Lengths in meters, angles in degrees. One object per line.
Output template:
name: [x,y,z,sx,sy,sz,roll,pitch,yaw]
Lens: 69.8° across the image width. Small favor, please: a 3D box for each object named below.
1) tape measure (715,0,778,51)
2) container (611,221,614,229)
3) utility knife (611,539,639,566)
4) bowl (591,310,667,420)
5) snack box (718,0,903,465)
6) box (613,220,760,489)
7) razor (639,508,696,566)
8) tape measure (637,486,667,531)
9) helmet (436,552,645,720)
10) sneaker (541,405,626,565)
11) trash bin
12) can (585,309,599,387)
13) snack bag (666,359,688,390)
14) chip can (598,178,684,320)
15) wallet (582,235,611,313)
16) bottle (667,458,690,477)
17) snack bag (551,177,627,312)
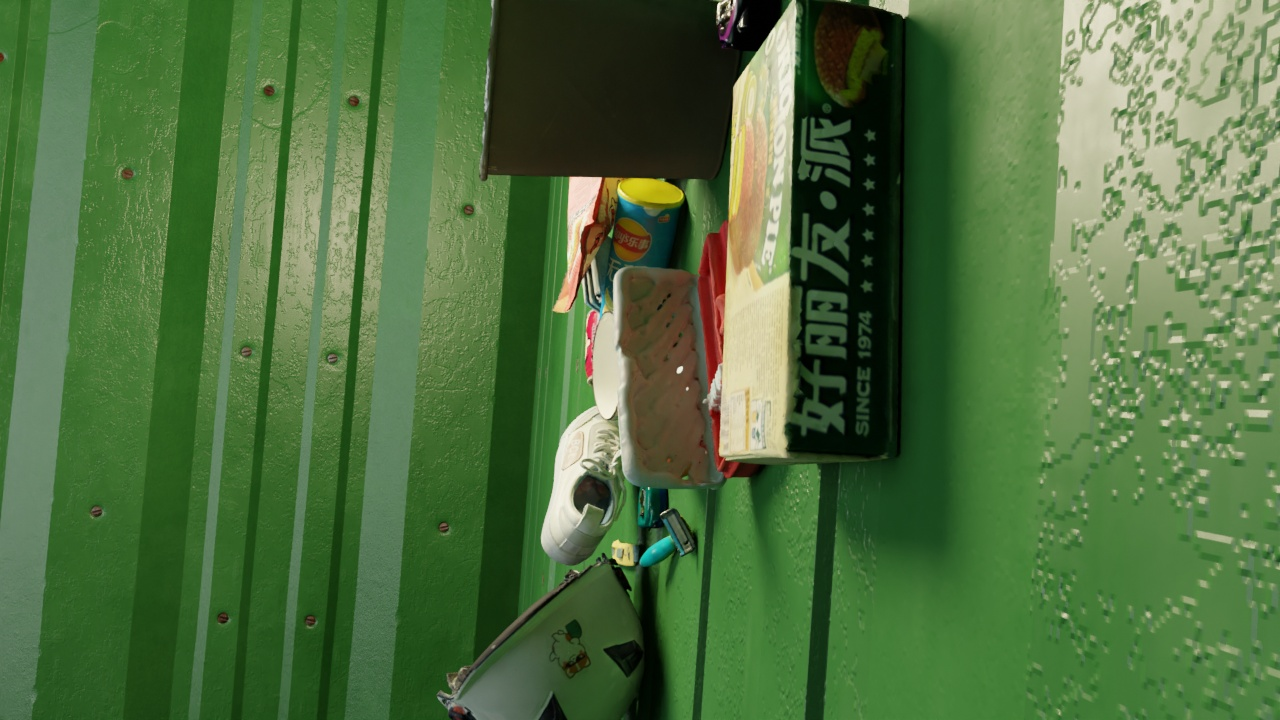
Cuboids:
tape measure: [0.081,-0.270,0.711,0.058,0.039,0.057,172,102,-80]
container: [-0.035,-0.214,1.187,0.111,0.090,0.090,-142,57,-75]
utility knife: [-0.016,0.233,1.112,0.183,0.019,0.031,146,122,-71]
bowl: [-0.006,0.006,0.973,0.116,0.066,0.116,180,91,-72]
snack box: [0.091,-0.062,0.510,0.115,0.063,0.240,145,129,-76]
box: [0.036,-0.010,0.687,0.095,0.100,0.200,108,162,-54]
razor: [0.023,0.175,0.869,0.043,0.028,0.133,58,155,15]
tape measure: [0.011,0.150,0.956,0.058,0.025,0.054,135,138,-73]
helmet: [-0.083,0.331,0.969,0.157,0.229,0.275,49,155,6]
sneaker: [-0.050,0.121,1.070,0.091,0.089,0.241,-53,13,37]
trash bin: [-0.036,-0.266,0.852,0.198,0.219,0.199,-110,26,-64]
can: [-0.037,-0.014,1.166,0.067,0.066,0.093,120,153,-67]
snack bag: [0.044,0.018,0.830,0.105,0.026,0.045,-155,73,-77]
chip can: [-0.005,-0.091,1.016,0.071,0.071,0.211,-101,18,-56]
wallet: [-0.043,-0.102,1.127,0.037,0.106,0.129,-29,53,25]
bottle: [0.022,0.063,0.845,0.149,0.067,0.067,-101,17,-80]
snack bag: [-0.056,-0.162,1.019,0.129,0.073,0.207,118,165,-45]
